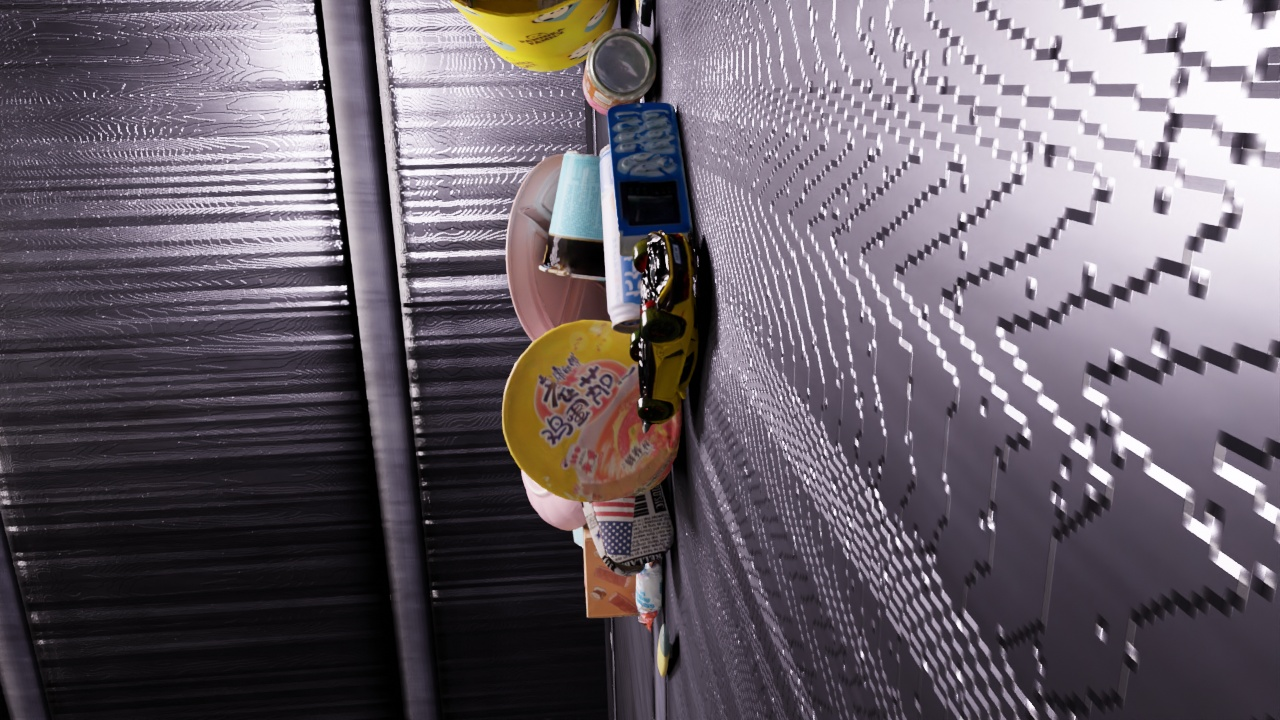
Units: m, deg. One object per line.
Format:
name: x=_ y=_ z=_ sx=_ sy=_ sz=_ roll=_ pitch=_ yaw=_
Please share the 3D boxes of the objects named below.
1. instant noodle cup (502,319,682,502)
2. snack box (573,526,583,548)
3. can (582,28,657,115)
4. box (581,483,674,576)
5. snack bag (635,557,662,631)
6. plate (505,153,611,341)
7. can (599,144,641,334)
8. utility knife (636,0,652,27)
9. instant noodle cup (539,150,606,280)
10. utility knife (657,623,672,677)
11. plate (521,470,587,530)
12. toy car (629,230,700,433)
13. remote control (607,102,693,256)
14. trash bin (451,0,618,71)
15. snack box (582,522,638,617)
instant noodle cup: x=-0.033 y=0.045 z=0.738 sx=0.110 sy=0.138 sz=0.138 roll=66 pitch=-160 yaw=-80
snack box: x=-0.044 y=0.127 z=1.067 sx=0.052 sy=0.074 sz=0.175 roll=5 pitch=105 yaw=50
can: x=-0.021 y=-0.249 z=0.805 sx=0.147 sy=0.058 sz=0.058 roll=-116 pitch=24 yaw=-79
box: x=-0.016 y=0.104 z=0.813 sx=0.088 sy=0.076 sz=0.162 roll=-31 pitch=62 yaw=34
snack bag: x=0.009 y=0.219 z=0.913 sx=0.045 sy=0.026 sz=0.105 roll=-94 pitch=6 yaw=-62
plate: x=-0.071 y=-0.116 z=1.030 sx=0.229 sy=0.028 sz=0.229 roll=-9 pitch=-79 yaw=-59
can: x=0.000 y=-0.089 z=0.668 sx=0.053 sy=0.053 sz=0.134 roll=108 pitch=159 yaw=-78
utility knife: x=-0.003 y=-0.375 z=0.777 sx=0.033 sy=0.015 sz=0.208 roll=111 pitch=157 yaw=-73
instant noodle cup: x=-0.042 y=-0.146 z=0.918 sx=0.111 sy=0.111 sz=0.120 roll=-111 pitch=27 yaw=-77
utility knife: x=0.020 y=0.275 z=0.862 sx=0.168 sy=0.018 sz=0.030 roll=100 pitch=171 yaw=-64
plate: x=-0.088 y=0.085 z=0.988 sx=0.193 sy=0.039 sz=0.192 roll=-21 pitch=65 yaw=56
toy car: x=0.015 y=-0.017 z=0.592 sx=0.156 sy=0.041 sz=0.071 roll=95 pitch=171 yaw=-51
remote control: x=0.005 y=-0.123 z=0.616 sx=0.024 sy=0.049 sz=0.124 roll=89 pitch=176 yaw=-57
trash bin: x=-0.120 y=-0.445 z=1.007 sx=0.255 sy=0.229 sz=0.229 roll=-12 pitch=-80 yaw=-89
snack box: x=-0.023 y=0.212 z=0.992 sx=0.092 sy=0.077 sz=0.094 roll=-107 pitch=15 yaw=-73
